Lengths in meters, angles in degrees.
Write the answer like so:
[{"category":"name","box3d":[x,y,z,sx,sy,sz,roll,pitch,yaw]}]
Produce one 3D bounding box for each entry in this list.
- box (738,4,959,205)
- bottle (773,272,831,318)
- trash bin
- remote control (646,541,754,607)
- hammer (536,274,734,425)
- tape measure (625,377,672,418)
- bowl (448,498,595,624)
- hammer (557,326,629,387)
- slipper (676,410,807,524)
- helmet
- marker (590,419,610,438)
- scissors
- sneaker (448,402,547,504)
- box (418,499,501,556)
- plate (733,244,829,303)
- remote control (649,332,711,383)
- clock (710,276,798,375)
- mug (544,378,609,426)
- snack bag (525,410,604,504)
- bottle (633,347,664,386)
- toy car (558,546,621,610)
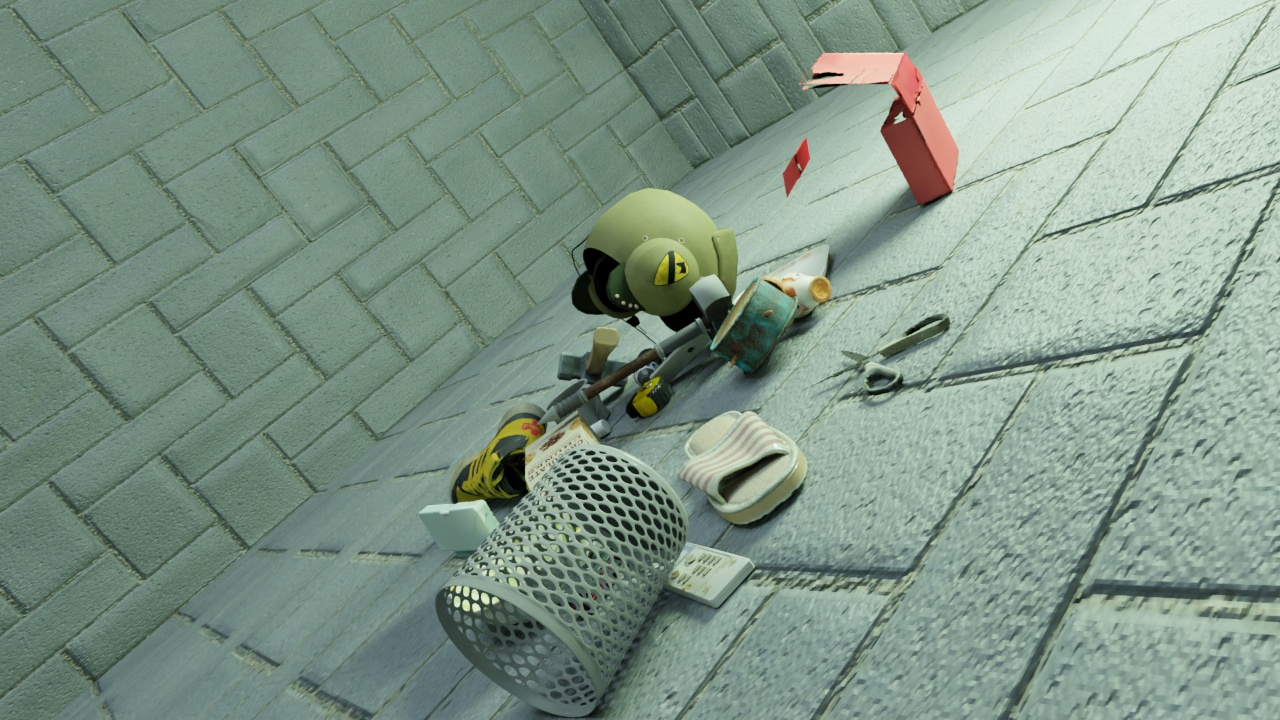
[{"category":"box","box3d":[0.346,-0.415,1.380,0.124,0.378,0.210,-48,5,36]},{"category":"bottle","box3d":[0.215,-0.090,1.259,0.063,0.063,0.109,-42,15,-22]},{"category":"trash bin","box3d":[-0.059,0.182,0.799,0.157,0.156,0.182,-23,21,46]},{"category":"remote control","box3d":[0.049,0.190,0.829,0.050,0.011,0.136,-42,14,-21]},{"category":"hammer","box3d":[-0.006,0.007,1.292,0.322,0.156,0.043,-31,57,0]},{"category":"tape measure","box3d":[0.015,0.051,1.346,0.064,0.037,0.065,-23,19,48]},{"category":"bowl","box3d":[-0.116,0.230,1.017,0.220,0.060,0.188,-31,15,29]},{"category":"hammer","box3d":[-0.065,-0.006,1.415,0.323,0.117,0.051,124,153,-79]},{"category":"slipper","box3d":[0.092,0.097,0.955,0.115,0.052,0.263,-36,12,-2]},{"category":"helmet","box3d":[0.035,-0.131,1.397,0.232,0.255,0.251,-44,16,-15]},{"category":"marker","box3d":[-0.105,0.131,1.412,0.133,0.023,0.027,-32,-1,21]},{"category":"scissors","box3d":[0.250,0.001,0.965,0.171,0.012,0.157,-32,13,22]},{"category":"sneaker","box3d":[-0.222,0.182,1.413,0.239,0.086,0.122,-51,25,28]},{"category":"box","box3d":[-0.204,0.217,1.197,0.122,0.078,0.198,3,-11,-34]},{"category":"plate","box3d":[0.213,-0.107,1.424,0.187,0.016,0.186,-30,15,27]},{"category":"remote control","box3d":[0.072,-0.018,1.371,0.147,0.008,0.045,-47,-36,21]},{"category":"clock","box3d":[0.155,-0.049,1.209,0.121,0.073,0.157,-56,4,25]},{"category":"mug","box3d":[-0.093,0.077,1.463,0.113,0.070,0.084,-20,21,51]},{"category":"snack bag","box3d":[-0.096,0.146,1.232,0.094,0.070,0.206,-37,13,1]},{"category":"bottle","box3d":[0.013,0.016,1.455,0.047,0.047,0.112,-33,13,15]},{"category":"toy car","box3d":[-0.046,0.218,0.926,0.042,0.036,0.091,-25,18,42]}]
